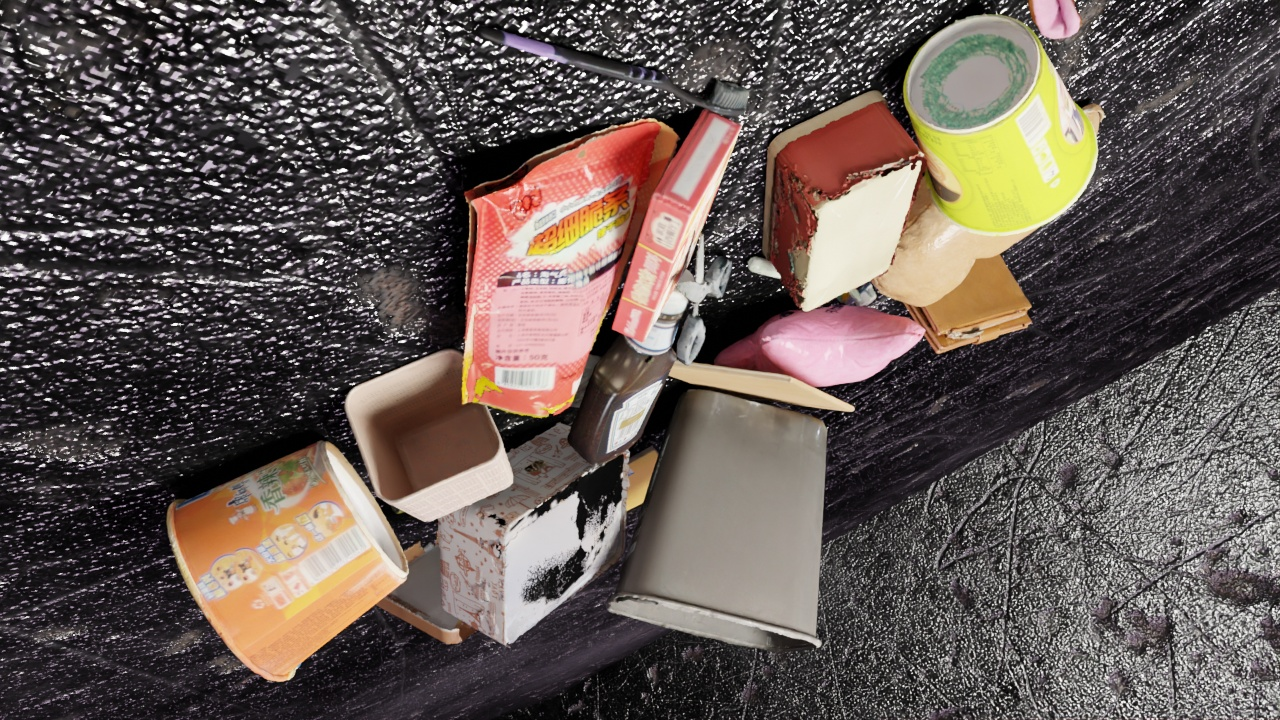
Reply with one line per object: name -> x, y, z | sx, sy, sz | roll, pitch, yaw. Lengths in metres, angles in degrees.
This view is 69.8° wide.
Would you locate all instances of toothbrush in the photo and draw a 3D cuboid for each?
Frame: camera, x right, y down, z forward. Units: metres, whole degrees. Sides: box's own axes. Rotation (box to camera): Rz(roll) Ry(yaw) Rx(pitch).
toothbrush -> 0.144, -0.069, 0.800 | 0.189, 0.029, 0.020 | 7, 99, -54
toothbrush -> -0.003, -0.145, 0.459 | 0.188, 0.014, 0.017 | -2, 141, -47
toothbrush -> 0.170, -0.022, 0.947 | 0.182, 0.018, 0.015 | -40, 159, 34

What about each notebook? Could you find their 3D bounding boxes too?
notebook -> 0.100, 0.023, 0.846 | 0.150, 0.012, 0.211 | 8, 174, 27
notebook -> -0.028, 0.166, 1.160 | 0.146, 0.010, 0.206 | -27, 159, 2

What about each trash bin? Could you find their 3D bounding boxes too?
trash bin -> 0.084, 0.164, 0.927 | 0.198, 0.219, 0.199 | 13, 160, -2

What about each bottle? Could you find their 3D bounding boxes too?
bottle -> -0.004, 0.004, 0.727 | 0.079, 0.044, 0.195 | -31, 155, -40

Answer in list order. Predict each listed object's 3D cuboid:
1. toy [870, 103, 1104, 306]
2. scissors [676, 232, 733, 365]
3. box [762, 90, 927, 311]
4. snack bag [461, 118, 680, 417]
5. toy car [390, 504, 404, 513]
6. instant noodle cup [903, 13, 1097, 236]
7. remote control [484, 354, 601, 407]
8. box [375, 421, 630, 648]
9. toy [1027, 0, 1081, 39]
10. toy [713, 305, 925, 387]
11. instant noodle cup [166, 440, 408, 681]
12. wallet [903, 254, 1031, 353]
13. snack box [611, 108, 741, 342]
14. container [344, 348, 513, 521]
toy -> 0.283, -0.131, 0.746 | 0.226, 0.082, 0.143 | -38, 157, 16
scissors -> 0.042, -0.044, 0.647 | 0.162, 0.014, 0.166 | -55, 165, -52
box -> 0.141, -0.098, 0.648 | 0.091, 0.077, 0.168 | -26, 159, -4
snack bag -> -0.055, -0.050, 0.561 | 0.128, 0.073, 0.208 | -23, 152, -29
toy car -> -0.187, 0.102, 0.791 | 0.042, 0.035, 0.091 | -6, 149, -40
instant noodle cup -> 0.224, -0.155, 0.588 | 0.112, 0.111, 0.123 | -34, 149, 19
remote control -> -0.065, 0.016, 0.751 | 0.058, 0.021, 0.149 | -36, 158, 23
box -> -0.133, 0.144, 0.845 | 0.180, 0.205, 0.158 | -29, 125, -47
toy -> 0.239, -0.227, 0.418 | 0.140, 0.130, 0.199 | -36, 167, 9
toy -> 0.166, -0.014, 0.838 | 0.195, 0.074, 0.178 | -9, 174, 36
instant noodle cup -> -0.246, 0.137, 0.665 | 0.111, 0.151, 0.151 | -32, 160, -11
wallet -> 0.302, -0.066, 0.867 | 0.131, 0.107, 0.031 | -15, 159, -28
snack box -> 0.019, -0.077, 0.569 | 0.075, 0.025, 0.153 | -61, 176, -28
container -> -0.148, 0.062, 0.673 | 0.090, 0.090, 0.111 | -24, 162, -8
